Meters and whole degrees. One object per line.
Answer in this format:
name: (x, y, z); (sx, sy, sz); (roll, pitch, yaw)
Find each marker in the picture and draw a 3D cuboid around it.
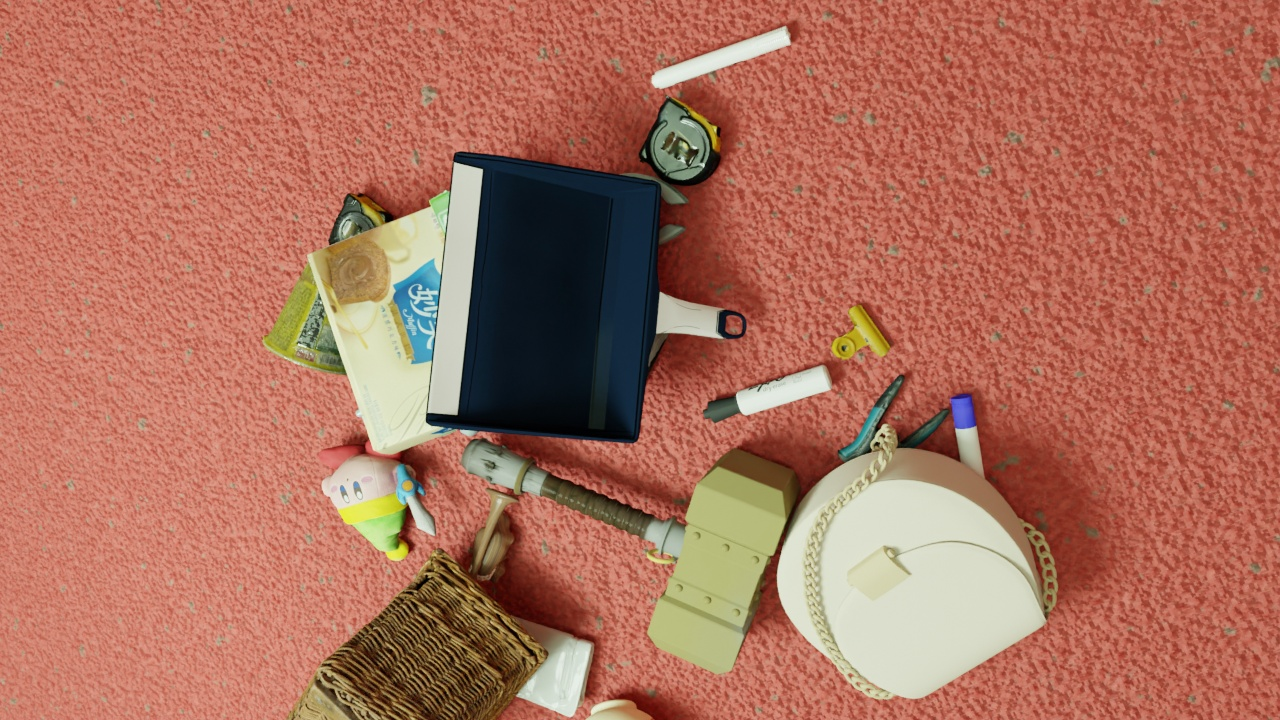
marker: (0.072, -0.277, 0.843); (0.134, 0.020, 0.017); (-14, 91, 18)
marker: (0.119, 0.034, 0.877); (0.126, 0.025, 0.025); (-19, 93, 18)
marker: (0.303, 0.101, 0.837); (0.020, 0.020, 0.141); (-9, 97, 18)

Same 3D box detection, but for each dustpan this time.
dustpan: (-0.034, -0.047, 0.811); (0.080, 0.272, 0.236); (-1, 83, 56)

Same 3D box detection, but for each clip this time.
clip: (0.198, -0.019, 0.852); (0.046, 0.035, 0.053); (-35, 90, 0)
clip: (-0.036, -0.131, 0.895); (0.163, 0.028, 0.108); (11, 101, 15)

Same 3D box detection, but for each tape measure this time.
tape measure: (-0.292, -0.132, 0.965); (0.062, 0.038, 0.067); (35, 106, 8)
tape measure: (0.039, -0.199, 0.855); (0.072, 0.042, 0.071); (31, 103, 7)

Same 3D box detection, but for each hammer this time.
hammer: (-0.028, 0.148, 0.901); (0.325, 0.100, 0.190); (20, 104, 14)

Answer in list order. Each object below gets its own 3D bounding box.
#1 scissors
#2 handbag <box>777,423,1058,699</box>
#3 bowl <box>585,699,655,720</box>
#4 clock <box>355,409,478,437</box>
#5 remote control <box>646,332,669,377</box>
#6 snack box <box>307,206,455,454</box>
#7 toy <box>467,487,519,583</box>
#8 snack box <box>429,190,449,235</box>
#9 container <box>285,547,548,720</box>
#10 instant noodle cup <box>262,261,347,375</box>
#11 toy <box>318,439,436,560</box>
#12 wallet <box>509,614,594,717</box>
scissors: (0.225, 0.079, 0.857); (0.149, 0.019, 0.122); (-13, 96, 20)
handbag: (0.237, 0.186, 0.827); (0.208, 0.103, 0.211); (43, 118, -2)
bowl: (-0.024, 0.395, 0.948); (0.118, 0.118, 0.074); (-25, 49, 19)
clock: (-0.206, 0.021, 0.948); (0.162, 0.075, 0.122); (2, 89, 5)
remote control: (-0.005, 0.005, 0.916); (0.033, 0.013, 0.137); (29, 104, 9)
snack box: (-0.212, -0.033, 0.886); (0.153, 0.055, 0.207); (-21, 83, 0)
toy: (-0.157, 0.190, 0.972); (0.042, 0.055, 0.101); (16, 81, 17)
snack box: (-0.128, -0.080, 0.876); (0.027, 0.131, 0.168); (-23, 92, 18)
container: (-0.247, 0.353, 0.925); (0.162, 0.182, 0.251); (41, 125, 9)
instant noodle cup: (-0.332, -0.051, 0.967); (0.102, 0.102, 0.108); (24, 96, 12)
toy: (-0.278, 0.150, 0.997); (0.124, 0.097, 0.131); (-14, 76, 12)
wallet: (-0.108, 0.326, 0.992); (0.116, 0.032, 0.086); (17, 94, 17)
